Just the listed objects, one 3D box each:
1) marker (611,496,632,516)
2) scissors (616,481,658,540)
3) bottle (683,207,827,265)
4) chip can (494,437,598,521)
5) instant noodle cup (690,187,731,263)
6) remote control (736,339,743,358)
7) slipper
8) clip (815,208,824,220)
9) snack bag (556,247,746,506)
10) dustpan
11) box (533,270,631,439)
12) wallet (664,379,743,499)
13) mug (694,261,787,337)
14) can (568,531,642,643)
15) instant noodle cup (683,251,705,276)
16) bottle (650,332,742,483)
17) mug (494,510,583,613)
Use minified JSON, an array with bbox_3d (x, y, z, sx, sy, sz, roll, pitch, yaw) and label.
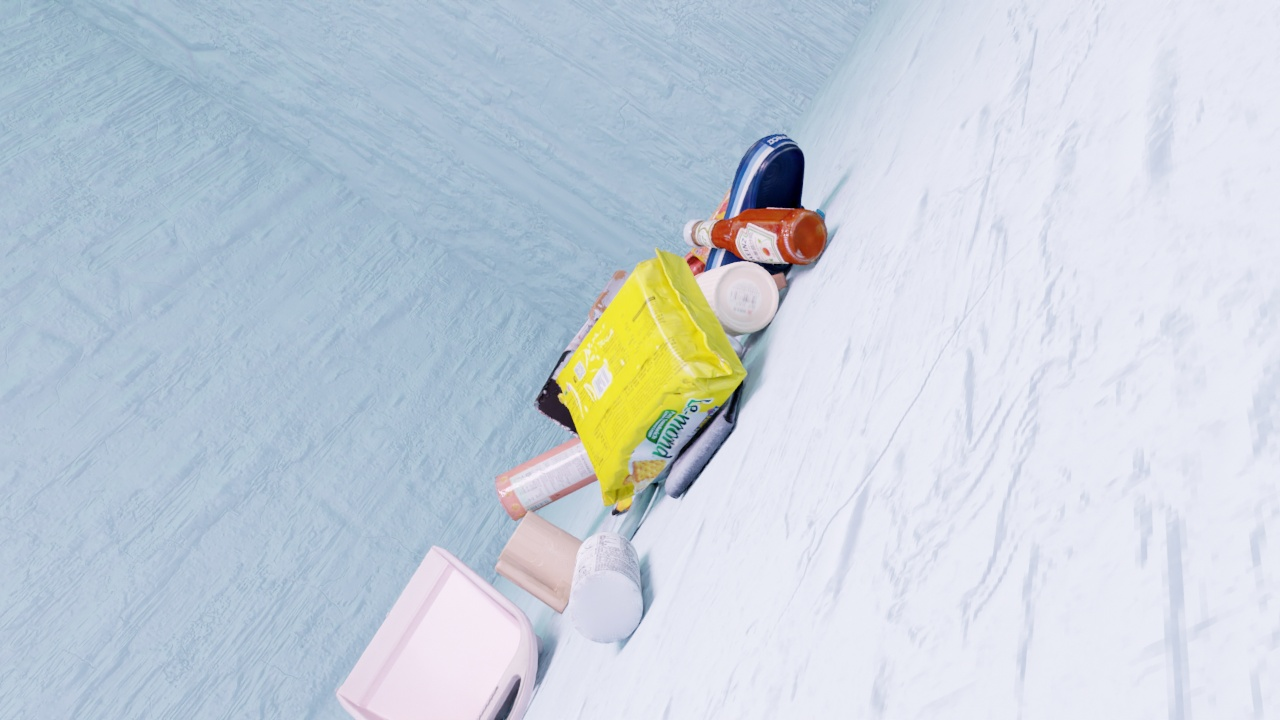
[{"bbox_3d":[-0.024,0.189,1.185,0.018,0.015,0.124,-56,0,-18],"label":"marker"},{"bbox_3d":[-0.026,0.200,1.030,0.178,0.019,0.171,-57,1,-22],"label":"scissors"},{"bbox_3d":[0.118,-0.139,1.016,0.206,0.059,0.059,14,69,57],"label":"bottle"},{"bbox_3d":[-0.094,0.145,1.271,0.215,0.071,0.071,-27,4,3],"label":"chip can"},{"bbox_3d":[0.142,-0.166,1.264,0.138,0.110,0.138,-58,3,5],"label":"instant noodle cup"},{"bbox_3d":[0.052,0.002,1.009,0.134,0.019,0.056,-2,-42,-39],"label":"remote control"},{"bbox_3d":[0.152,-0.146,1.110,0.104,0.095,0.253,-15,-46,-33],"label":"slipper"},{"bbox_3d":[0.206,-0.162,1.080,0.050,0.015,0.056,-54,2,18],"label":"clip"},{"bbox_3d":[-0.005,0.019,0.917,0.068,0.158,0.247,-2,-36,-36],"label":"snack bag"},{"bbox_3d":[-0.229,0.348,1.057,0.222,0.273,0.139,-61,-22,-15],"label":"dustpan"},{"bbox_3d":[-0.006,0.006,1.188,0.157,0.183,0.192,-55,2,41],"label":"box"},{"bbox_3d":[0.065,0.072,0.889,0.097,0.019,0.120,-54,2,23],"label":"wallet"},{"bbox_3d":[0.113,-0.071,1.039,0.114,0.081,0.106,-21,4,-15],"label":"mug"},{"bbox_3d":[-0.029,0.187,0.775,0.058,0.058,0.146,-57,3,1],"label":"can"},{"bbox_3d":[0.101,-0.115,1.408,0.188,0.079,0.165,-29,-20,-47],"label":"instant noodle cup"},{"bbox_3d":[0.043,0.050,0.979,0.190,0.068,0.067,-56,3,28],"label":"bottle"},{"bbox_3d":[-0.131,0.268,1.212,0.084,0.103,0.124,-56,2,23],"label":"mug"}]
